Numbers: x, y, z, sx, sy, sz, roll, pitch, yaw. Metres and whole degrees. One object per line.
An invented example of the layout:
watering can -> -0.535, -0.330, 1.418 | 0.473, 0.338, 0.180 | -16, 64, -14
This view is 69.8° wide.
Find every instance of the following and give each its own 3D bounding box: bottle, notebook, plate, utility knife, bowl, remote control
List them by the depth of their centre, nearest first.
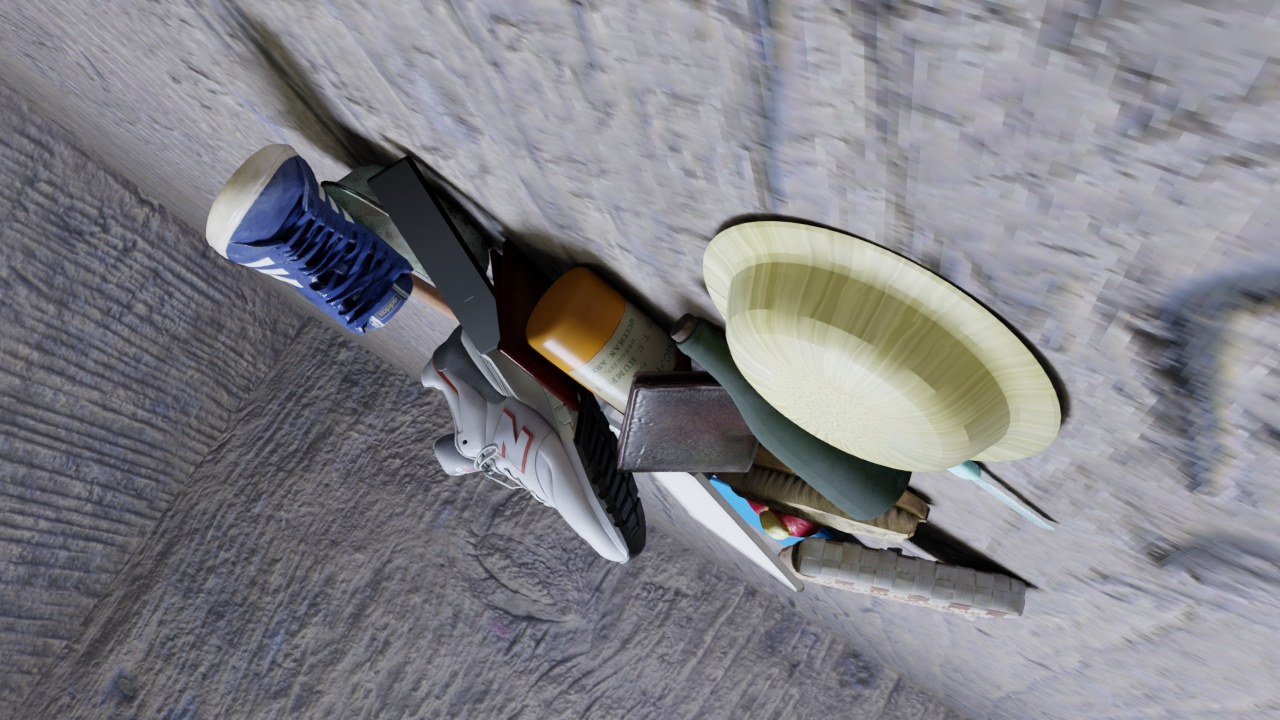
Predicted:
plate -> 0.100, 0.010, 0.441 | 0.184, 0.036, 0.184 | 31, 163, 10
utility knife -> 0.179, 0.055, 0.532 | 0.166, 0.015, 0.022 | 33, 162, -13
bottle -> 0.088, 0.029, 0.560 | 0.174, 0.055, 0.055 | 38, 168, -17
bottle -> -0.004, 0.004, 0.663 | 0.157, 0.067, 0.068 | 38, 168, -24
remote control -> -0.141, -0.074, 0.665 | 0.150, 0.034, 0.013 | 59, -164, -16
bowl -> -0.181, -0.109, 0.746 | 0.157, 0.038, 0.157 | 32, 168, 7
notebook -> 0.048, 0.119, 0.800 | 0.142, 0.009, 0.210 | 48, 170, -21
plate -> 0.170, 0.189, 1.068 | 0.224, 0.024, 0.224 | 32, 168, 7

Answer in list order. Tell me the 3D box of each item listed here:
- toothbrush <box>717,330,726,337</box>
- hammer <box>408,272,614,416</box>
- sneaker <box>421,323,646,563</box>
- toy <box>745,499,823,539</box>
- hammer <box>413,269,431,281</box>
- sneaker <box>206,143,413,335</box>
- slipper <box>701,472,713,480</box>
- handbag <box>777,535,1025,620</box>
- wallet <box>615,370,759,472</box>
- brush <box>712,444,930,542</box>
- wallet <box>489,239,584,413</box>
toothbrush -> 0.079, 0.026, 0.672 | 0.018, 0.012, 0.212 | 26, 167, 30
hammer -> -0.168, -0.043, 0.867 | 0.318, 0.082, 0.163 | 31, 168, 10
sneaker -> -0.096, 0.066, 0.728 | 0.239, 0.124, 0.088 | 65, -164, 10
toy -> 0.123, 0.125, 0.849 | 0.105, 0.067, 0.137 | 44, 171, -29
hammer -> -0.178, -0.037, 1.098 | 0.095, 0.015, 0.325 | 27, 167, 27
sneaker -> -0.237, -0.075, 0.697 | 0.118, 0.091, 0.233 | 39, 168, -9
slipper -> 0.042, 0.081, 0.848 | 0.098, 0.054, 0.269 | 46, 171, 23
handbag -> 0.214, 0.180, 0.778 | 0.186, 0.047, 0.124 | 11, 167, 4
wallet -> 0.036, 0.043, 0.630 | 0.099, 0.031, 0.120 | -1, 147, -8
brush -> 0.135, 0.103, 0.731 | 0.196, 0.043, 0.059 | 11, 160, 44
wallet -> -0.077, -0.025, 0.686 | 0.091, 0.018, 0.115 | 43, -154, -41
